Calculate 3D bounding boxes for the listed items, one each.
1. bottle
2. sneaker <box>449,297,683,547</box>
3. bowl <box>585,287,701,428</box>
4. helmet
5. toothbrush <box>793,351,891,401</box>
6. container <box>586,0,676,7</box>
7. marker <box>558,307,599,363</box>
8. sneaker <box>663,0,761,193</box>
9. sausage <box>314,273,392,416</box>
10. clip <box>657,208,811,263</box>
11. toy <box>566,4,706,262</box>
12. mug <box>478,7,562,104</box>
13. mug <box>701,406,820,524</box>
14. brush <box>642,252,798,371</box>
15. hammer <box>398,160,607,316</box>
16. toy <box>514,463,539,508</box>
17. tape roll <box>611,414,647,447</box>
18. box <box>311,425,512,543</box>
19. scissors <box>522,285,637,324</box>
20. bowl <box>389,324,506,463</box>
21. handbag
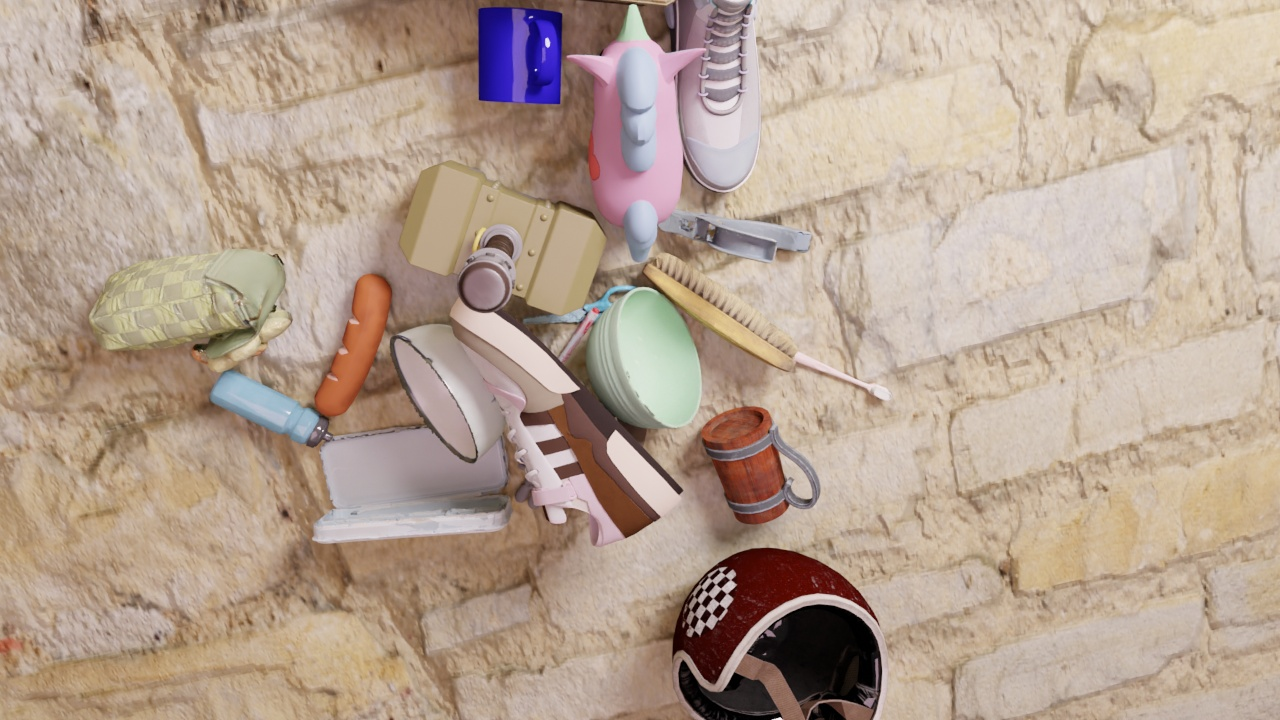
[{"bbox_3d":[-0.392,0.055,0.986,0.130,0.040,0.040,28,102,-12],"label":"bottle"},{"bbox_3d":[-0.096,0.067,0.886,0.116,0.112,0.294,-44,107,-5],"label":"sneaker"},{"bbox_3d":[-0.006,0.006,0.956,0.077,0.150,0.151,-19,110,32],"label":"bowl"},{"bbox_3d":[0.156,0.331,1.000,0.233,0.254,0.233,28,88,-17],"label":"helmet"},{"bbox_3d":[0.202,0.007,1.032,0.181,0.018,0.016,22,101,-10],"label":"toothbrush"},{"bbox_3d":[-0.078,-0.391,0.787,0.250,0.186,0.157,5,99,-1],"label":"container"},{"bbox_3d":[-0.087,0.000,1.003,0.013,0.012,0.142,32,106,-13],"label":"marker"},{"bbox_3d":[0.079,-0.283,0.861,0.093,0.160,0.257,-6,105,-3],"label":"sneaker"},{"bbox_3d":[-0.302,-0.013,0.973,0.044,0.039,0.164,24,103,-5],"label":"sausage"},{"bbox_3d":[0.118,-0.129,0.953,0.164,0.169,0.031,-1,109,-39],"label":"clip"},{"bbox_3d":[-0.004,-0.204,0.869,0.120,0.171,0.222,-4,97,-4],"label":"toy"},{"bbox_3d":[-0.108,-0.288,0.871,0.079,0.111,0.083,-6,109,-29],"label":"mug"},{"bbox_3d":[0.136,0.118,1.017,0.118,0.081,0.111,-5,115,34],"label":"mug"},{"bbox_3d":[0.089,-0.051,0.982,0.195,0.059,0.043,34,90,-6],"label":"brush"},{"bbox_3d":[-0.126,-0.093,0.813,0.190,0.324,0.101,19,103,-10],"label":"hammer"},{"bbox_3d":[-0.111,0.116,1.033,0.049,0.030,0.112,25,109,4],"label":"toy"},{"bbox_3d":[-0.023,0.097,1.000,0.030,0.093,0.094,19,104,-10],"label":"tape roll"},{"bbox_3d":[-0.249,0.142,0.991,0.210,0.105,0.130,-10,104,-2],"label":"box"},{"bbox_3d":[-0.061,-0.051,0.998,0.136,0.015,0.055,-5,116,2],"label":"scissors"},{"bbox_3d":[-0.187,0.025,0.949,0.072,0.154,0.153,-34,109,-26],"label":"bowl"},{"bbox_3d":[-0.445,-0.044,0.925,0.186,0.113,0.117,-9,121,1],"label":"handbag"}]
